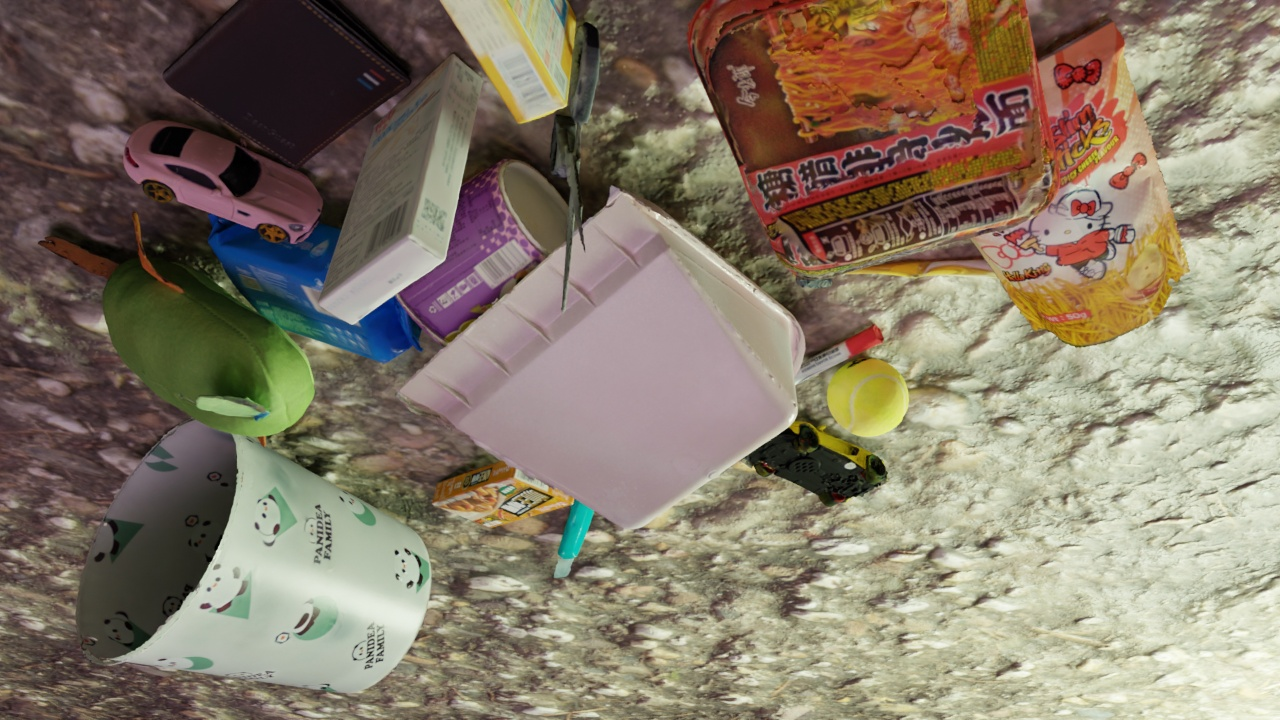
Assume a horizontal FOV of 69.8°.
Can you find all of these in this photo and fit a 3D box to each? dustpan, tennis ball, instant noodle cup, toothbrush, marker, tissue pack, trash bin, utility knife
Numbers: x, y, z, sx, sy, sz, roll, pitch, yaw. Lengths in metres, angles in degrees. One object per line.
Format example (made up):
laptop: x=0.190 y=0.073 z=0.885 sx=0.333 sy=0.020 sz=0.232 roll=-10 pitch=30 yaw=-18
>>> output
dustpan: x=-0.004 y=0.004 z=0.676 sx=0.223 sy=0.138 sz=0.273 roll=-35 pitch=116 yaw=22
tennis ball: x=0.188 y=0.030 z=0.758 sx=0.065 sy=0.065 sz=0.066 roll=1 pitch=142 yaw=1
instant noodle cup: x=0.129 y=-0.148 z=0.508 sx=0.165 sy=0.078 sz=0.189 roll=-14 pitch=127 yaw=22
toothbrush: x=0.208 y=-0.064 z=0.675 sx=0.191 sy=0.018 sz=0.016 roll=-1 pitch=143 yaw=4
marker: x=0.138 y=0.008 z=0.772 sx=0.146 sy=0.017 sz=0.017 roll=-30 pitch=132 yaw=34
tissue pack: x=-0.230 y=-0.058 z=0.658 sx=0.157 sy=0.052 sz=0.095 roll=17 pitch=147 yaw=16
instant noodle cup: x=-0.100 y=-0.075 z=0.615 sx=0.099 sy=0.111 sz=0.111 roll=-32 pitch=131 yaw=23
trash bin: x=-0.359 y=0.207 z=0.894 sx=0.230 sy=0.229 sz=0.252 roll=-22 pitch=141 yaw=27
utility knife: x=-0.076 y=0.195 z=1.021 sx=0.029 sy=0.013 sz=0.206 roll=8 pitch=139 yaw=-10

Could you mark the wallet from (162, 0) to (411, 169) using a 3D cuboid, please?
wallet: x=-0.214 y=-0.173 z=0.558 sx=0.123 sy=0.020 sz=0.096 roll=-23 pitch=136 yaw=31

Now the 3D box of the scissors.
scissors: x=-0.039 y=-0.113 z=0.519 sx=0.014 sy=0.174 sz=0.159 roll=8 pitch=-175 yaw=-13

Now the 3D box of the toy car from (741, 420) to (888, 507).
toy car: x=0.164 y=0.092 z=0.857 sx=0.155 sy=0.041 sz=0.071 roll=24 pitch=137 yaw=-27

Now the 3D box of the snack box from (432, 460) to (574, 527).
snack box: x=-0.137 y=0.132 z=0.911 sx=0.075 sy=0.026 sz=0.154 roll=29 pitch=146 yaw=-30

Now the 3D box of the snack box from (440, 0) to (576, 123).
snack box: x=-0.077 y=-0.201 z=0.460 sx=0.034 sy=0.086 sz=0.140 roll=-13 pitch=140 yaw=17

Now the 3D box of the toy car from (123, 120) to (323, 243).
toy car: x=-0.268 y=-0.119 z=0.598 sx=0.122 sy=0.056 sz=0.037 roll=20 pitch=141 yaw=-19

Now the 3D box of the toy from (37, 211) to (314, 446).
toy: x=-0.327 y=-0.014 z=0.675 sx=0.247 sy=0.089 sz=0.227 roll=25 pitch=147 yaw=30

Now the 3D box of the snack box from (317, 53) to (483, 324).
snack box: x=-0.137 y=-0.102 z=0.533 sx=0.085 sy=0.156 sz=0.027 roll=-28 pitch=133 yaw=33

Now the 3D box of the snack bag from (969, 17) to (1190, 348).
snack bag: x=0.272 y=-0.104 z=0.595 sx=0.129 sy=0.073 sz=0.208 roll=-23 pitch=127 yaw=29
